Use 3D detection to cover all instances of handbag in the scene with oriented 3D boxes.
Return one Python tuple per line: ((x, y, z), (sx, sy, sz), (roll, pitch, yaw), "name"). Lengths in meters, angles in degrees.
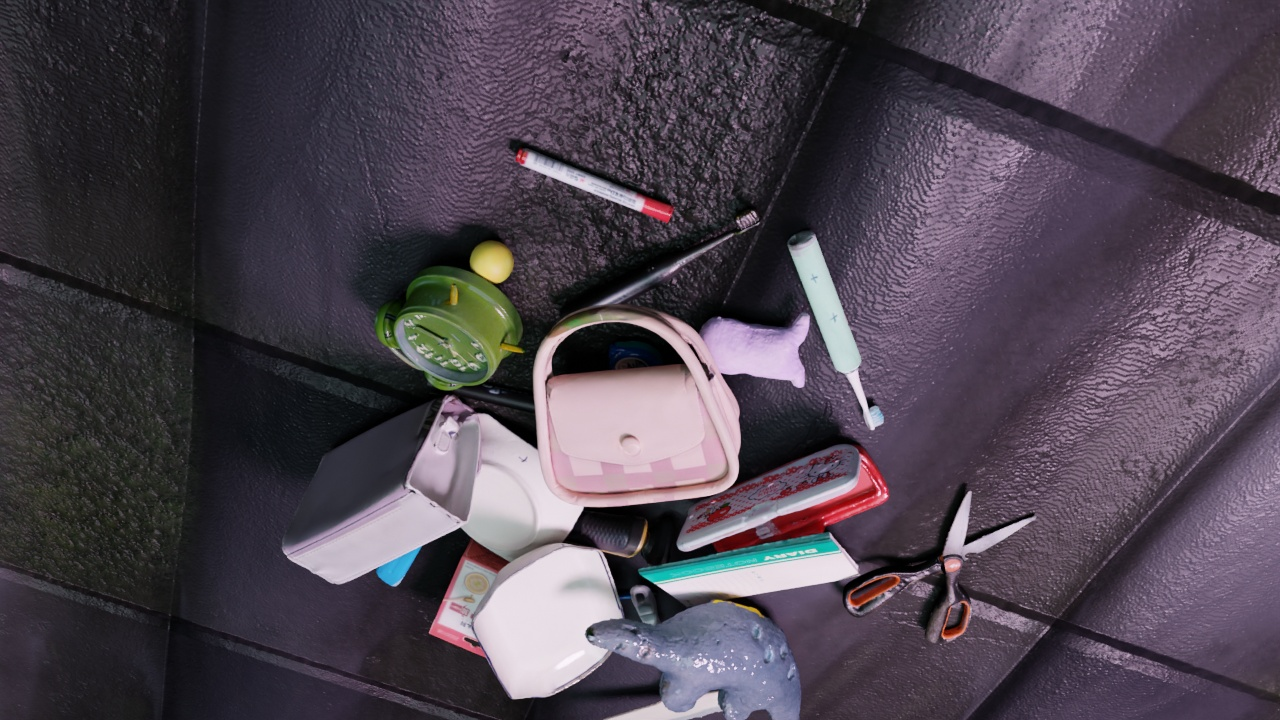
((-0.259, 0.131, 0.947), (0.197, 0.144, 0.098), (-27, 130, 28), "handbag")
((-0.012, 0.034, 0.858), (0.193, 0.093, 0.234), (-6, 134, 10), "handbag")

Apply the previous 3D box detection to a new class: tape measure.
((-0.005, 0.005, 0.904), (0.054, 0.025, 0.058), (3, 133, 5), "tape measure")

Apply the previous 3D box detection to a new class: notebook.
((0.121, 0.230, 1.000), (0.209, 0.012, 0.150), (-15, 148, 18), "notebook")

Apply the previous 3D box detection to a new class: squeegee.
((0.022, 0.349, 1.115), (0.246, 0.039, 0.247), (-14, 122, 3), "squeegee")

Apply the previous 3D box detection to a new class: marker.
((-0.040, -0.155, 0.810), (0.145, 0.017, 0.017), (21, 123, -5), "marker")
((-0.155, 0.037, 0.949), (0.132, 0.020, 0.022), (12, 115, 1), "marker")

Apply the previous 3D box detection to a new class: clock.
((-0.187, -0.025, 0.877), (0.162, 0.056, 0.116), (-18, 126, 42), "clock")

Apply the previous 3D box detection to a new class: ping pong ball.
((-0.138, -0.091, 0.851), (0.040, 0.040, 0.040), (4, 123, 6), "ping pong ball")

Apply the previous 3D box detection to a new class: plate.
((-0.152, 0.152, 0.992), (0.164, 0.034, 0.164), (33, 123, 5), "plate")
((-0.103, 0.292, 1.039), (0.161, 0.034, 0.266), (-28, 137, -14), "plate")

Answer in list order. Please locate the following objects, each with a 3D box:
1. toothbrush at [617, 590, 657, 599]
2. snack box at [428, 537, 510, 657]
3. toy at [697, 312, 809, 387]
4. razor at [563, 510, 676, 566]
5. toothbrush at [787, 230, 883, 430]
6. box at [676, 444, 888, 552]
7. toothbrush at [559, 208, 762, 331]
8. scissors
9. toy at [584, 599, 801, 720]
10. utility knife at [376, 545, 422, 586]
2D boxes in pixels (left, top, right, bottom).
((-0.071, 0.287, 1.105), (0.190, 0.014, 0.016), (-9, 105, 14), "toothbrush")
((-0.174, 0.288, 1.089), (0.113, 0.044, 0.127), (25, 115, -4), "snack box")
((0.105, -0.013, 0.868), (0.108, 0.038, 0.084), (8, 126, 10), "toy")
((-0.045, 0.192, 1.022), (0.167, 0.062, 0.068), (9, 155, 8), "razor")
((0.186, -0.021, 0.859), (0.027, 0.026, 0.224), (-28, 117, -1), "toothbrush")
((0.146, 0.159, 0.940), (0.202, 0.099, 0.112), (-26, 115, 23), "box")
((0.016, -0.083, 0.843), (0.213, 0.026, 0.027), (-27, 127, 23), "toothbrush")
((0.325, 0.236, 1.004), (0.231, 0.021, 0.221), (-15, 122, 10), "scissors")
((0.097, 0.347, 1.058), (0.356, 0.091, 0.138), (32, 103, -29), "toy")
((-0.262, 0.205, 1.057), (0.034, 0.018, 0.210), (32, 132, -8), "utility knife")
